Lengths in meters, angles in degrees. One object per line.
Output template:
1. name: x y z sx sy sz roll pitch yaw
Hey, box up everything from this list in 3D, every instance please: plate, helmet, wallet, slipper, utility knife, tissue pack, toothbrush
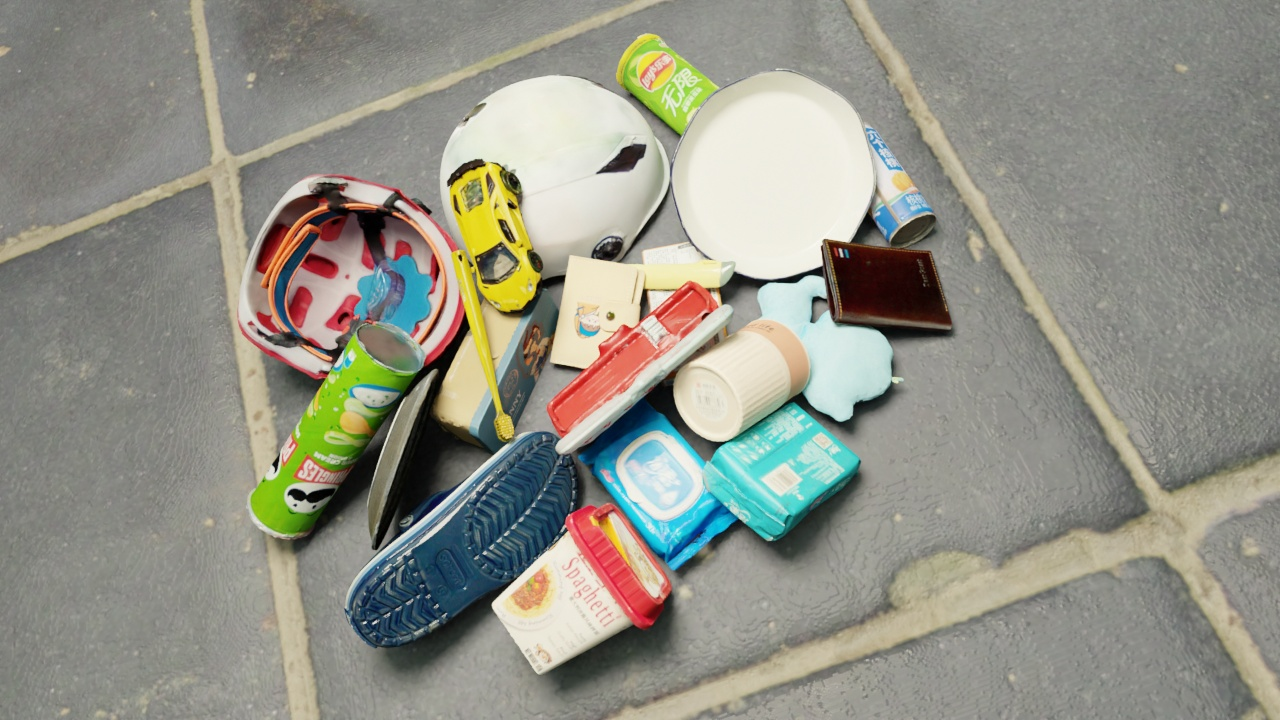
1. plate: 0.133 -0.187 0.935 0.205 0.045 0.205 1 103 3
2. helmet: -0.278 -0.074 0.966 0.240 0.144 0.207 21 90 7
3. wallet: -0.042 -0.046 0.952 0.087 0.024 0.115 11 90 9
4. plate: -0.230 0.090 0.869 0.024 0.180 0.179 19 70 -7
5. slipper: -0.166 0.169 0.869 0.252 0.105 0.095 -40 23 -22
6. utility knife: 0.017 -0.089 0.950 0.167 0.018 0.031 2 85 15
7. wallet: 0.241 -0.074 0.906 0.122 0.020 0.096 4 61 -12
8. tissue pack: 0.017 0.113 0.874 0.095 0.052 0.157 -39 65 -7
9. helmet: -0.102 -0.216 0.991 0.258 0.146 0.229 -23 64 0
10. toothbrush: -0.150 -0.015 0.874 0.015 0.017 0.190 -13 83 -20
11. tissue pack: 0.131 0.098 0.838 0.133 0.050 0.093 -28 59 -37

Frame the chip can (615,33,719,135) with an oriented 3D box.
1. chip can: 0.067 -0.278 1.026 0.072 0.072 0.221 -41 65 -8

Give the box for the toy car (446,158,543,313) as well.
1. toy car: -0.141 -0.121 0.895 0.071 0.041 0.155 -23 80 27

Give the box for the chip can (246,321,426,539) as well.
1. chip can: -0.296 0.069 0.885 0.236 0.072 0.072 -51 63 22

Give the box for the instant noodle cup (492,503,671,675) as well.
1. instant noodle cup: -0.053 0.205 0.814 0.124 0.116 0.116 -38 82 6

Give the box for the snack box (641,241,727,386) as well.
1. snack box: 0.048 -0.052 0.955 0.075 0.026 0.153 -10 64 7

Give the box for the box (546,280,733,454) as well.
1. box: -0.002 0.009 0.864 0.201 0.161 0.059 -41 107 2

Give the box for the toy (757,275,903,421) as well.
1. toy: 0.181 -0.015 0.900 0.156 0.050 0.161 10 60 16

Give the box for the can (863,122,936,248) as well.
1. can: 0.251 -0.184 0.957 0.053 0.053 0.134 -25 64 0

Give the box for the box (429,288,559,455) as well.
1. box: -0.146 0.010 0.934 0.062 0.090 0.184 16 73 16

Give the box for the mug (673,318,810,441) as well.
1. mug: 0.085 0.024 0.855 0.105 0.115 0.081 -29 85 -41
